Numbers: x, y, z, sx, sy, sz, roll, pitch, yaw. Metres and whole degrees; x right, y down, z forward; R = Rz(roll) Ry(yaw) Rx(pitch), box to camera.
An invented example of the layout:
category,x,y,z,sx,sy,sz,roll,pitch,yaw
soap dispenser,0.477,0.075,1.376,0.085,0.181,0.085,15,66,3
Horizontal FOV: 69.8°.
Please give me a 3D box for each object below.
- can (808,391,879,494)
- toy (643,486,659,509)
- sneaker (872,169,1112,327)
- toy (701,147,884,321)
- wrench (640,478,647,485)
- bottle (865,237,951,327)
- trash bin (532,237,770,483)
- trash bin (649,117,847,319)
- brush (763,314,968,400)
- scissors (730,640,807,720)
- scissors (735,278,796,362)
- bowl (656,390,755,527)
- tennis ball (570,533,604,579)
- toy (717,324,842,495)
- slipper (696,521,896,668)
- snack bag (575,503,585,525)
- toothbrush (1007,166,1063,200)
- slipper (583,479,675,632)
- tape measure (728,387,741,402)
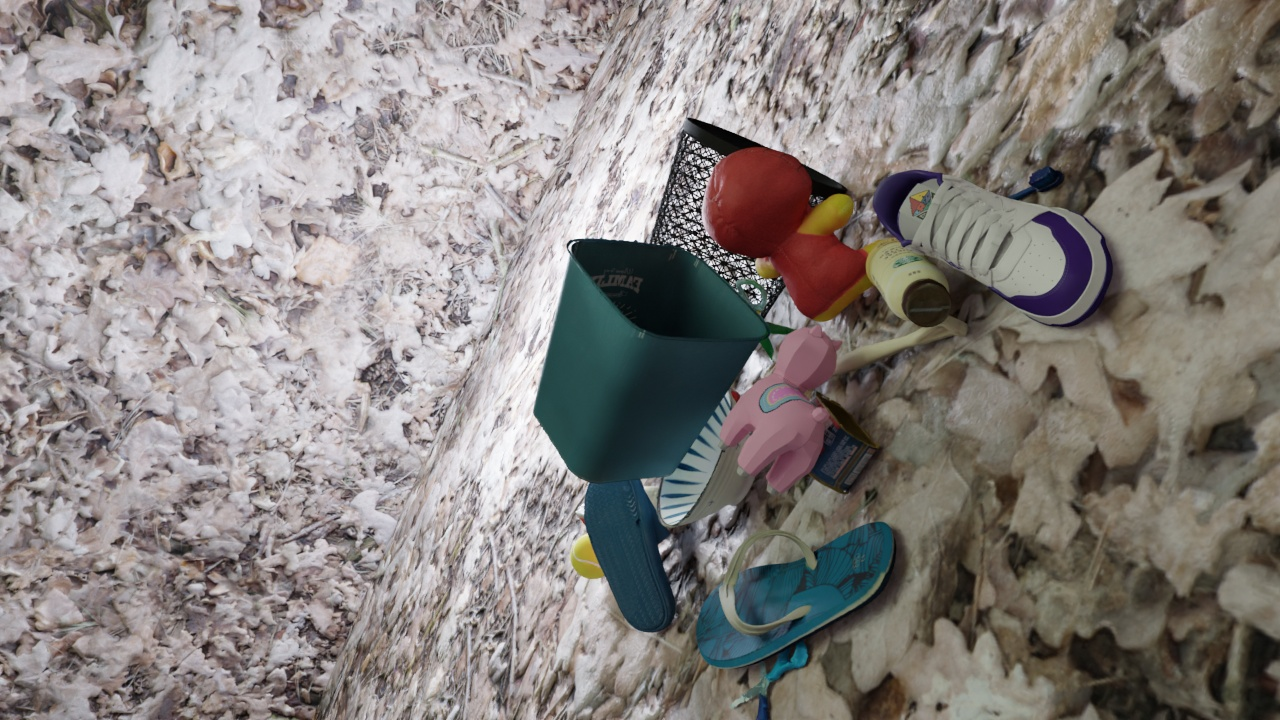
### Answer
category,x,y,z,sx,sy,sz,roll,pitch,yaw
can,0.189,0.081,0.913,0.059,0.054,0.099,-58,22,16
toy,0.009,0.190,1.215,0.112,0.087,0.050,8,100,27
sneaker,0.284,-0.111,0.782,0.092,0.111,0.244,-66,24,16
toy,0.160,-0.140,1.001,0.148,0.216,0.098,-47,3,38
wrench,0.034,0.108,1.218,0.047,0.009,0.274,-58,-4,-32
bottle,0.254,-0.073,0.866,0.057,0.056,0.161,-59,7,18
trash bin,-0.006,0.006,1.042,0.199,0.196,0.219,52,130,41
trash bin,0.110,-0.151,1.176,0.216,0.217,0.244,-112,43,-64
brush,0.222,-0.005,0.939,0.273,0.062,0.077,-19,66,58
scissors,0.120,0.315,0.878,0.128,0.014,0.132,-47,28,42
scissors,0.138,-0.048,1.098,0.011,0.125,0.128,-69,-16,-50
bowl,0.090,0.123,1.076,0.178,0.071,0.177,-59,15,26
tennis ball,-0.068,0.280,1.314,0.065,0.065,0.065,-52,24,34
toy,0.145,0.043,0.894,0.157,0.067,0.123,-55,23,8
slipper,0.125,0.223,0.885,0.296,0.060,0.118,-41,24,47
snack bag,-0.033,0.235,1.210,0.036,0.116,0.077,-38,10,-19
toothbrush,0.322,-0.142,0.884,0.190,0.017,0.016,-28,42,59
slipper,-0.010,0.228,1.130,0.104,0.059,0.213,-20,83,35
tape measure,0.095,0.050,1.174,0.060,0.062,0.020,-37,34,63
